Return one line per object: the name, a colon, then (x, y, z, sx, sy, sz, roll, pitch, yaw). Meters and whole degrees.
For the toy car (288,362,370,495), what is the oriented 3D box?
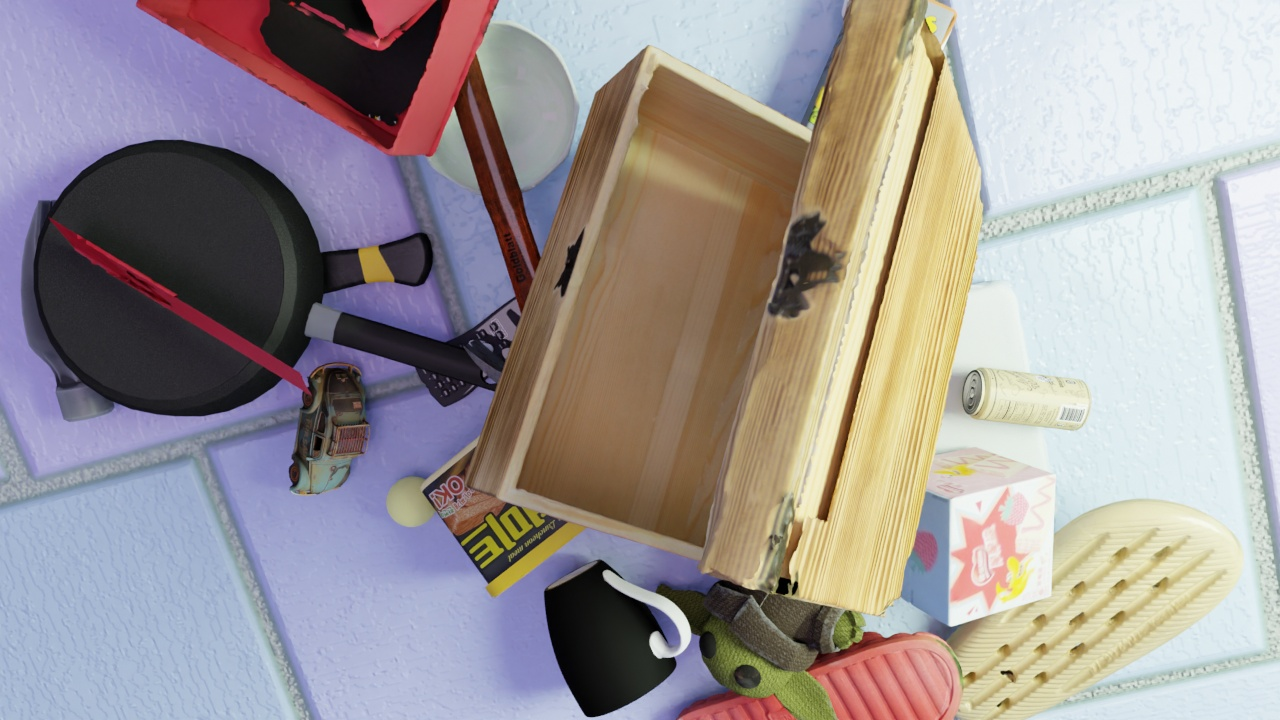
toy car: (-0.237, 0.059, 0.712, 0.047, 0.047, 0.112, 26, 108, 38)

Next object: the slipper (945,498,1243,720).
slipper: (0.322, 0.184, 0.703, 0.111, 0.079, 0.262, 35, 121, -2)

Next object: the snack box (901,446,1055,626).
snack box: (0.229, 0.121, 0.648, 0.094, 0.079, 0.093, -7, 103, -22)

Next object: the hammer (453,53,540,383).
hammer: (-0.095, -0.116, 0.615, 0.111, 0.028, 0.301, -15, 99, 12)

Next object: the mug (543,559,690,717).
mug: (-0.018, 0.206, 0.714, 0.119, 0.084, 0.100, -30, 85, 32)

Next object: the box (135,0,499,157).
box: (-0.153, -0.340, 0.461, 0.214, 0.137, 0.469, 32, 128, 8)

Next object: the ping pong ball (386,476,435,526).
ping pong ball: (-0.182, 0.112, 0.730, 0.040, 0.040, 0.040, 1, 102, 3)

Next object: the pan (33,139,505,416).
pan: (-0.265, -0.037, 0.667, 0.355, 0.044, 0.204, 17, 91, 1)

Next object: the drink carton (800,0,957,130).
drink carton: (0.158, -0.193, 0.639, 0.076, 0.048, 0.125, 22, 103, -2)

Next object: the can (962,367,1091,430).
can: (0.279, 0.028, 0.665, 0.079, 0.038, 0.038, 7, 103, -4)

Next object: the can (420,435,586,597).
can: (-0.085, 0.097, 0.698, 0.131, 0.072, 0.101, -39, 83, 10)

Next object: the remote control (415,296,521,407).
remote control: (-0.117, -0.011, 0.715, 0.124, 0.009, 0.046, -31, 99, 9)

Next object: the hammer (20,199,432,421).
hammer: (-0.320, -0.059, 0.708, 0.324, 0.034, 0.170, -9, 101, 4)

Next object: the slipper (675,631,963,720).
slipper: (0.140, 0.274, 0.740, 0.249, 0.059, 0.103, -28, 101, 25)

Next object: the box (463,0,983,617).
box: (0.095, -0.010, 0.517, 0.269, 0.264, 0.279, 21, 78, -23)

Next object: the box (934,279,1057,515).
box: (0.211, 0.057, 0.701, 0.190, 0.037, 0.209, -12, 102, 8)

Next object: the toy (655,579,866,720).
toy: (0.098, 0.179, 0.684, 0.179, 0.078, 0.153, 32, 104, 31)

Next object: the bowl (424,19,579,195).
bowl: (-0.099, -0.177, 0.651, 0.117, 0.061, 0.117, 1, 103, 3)
